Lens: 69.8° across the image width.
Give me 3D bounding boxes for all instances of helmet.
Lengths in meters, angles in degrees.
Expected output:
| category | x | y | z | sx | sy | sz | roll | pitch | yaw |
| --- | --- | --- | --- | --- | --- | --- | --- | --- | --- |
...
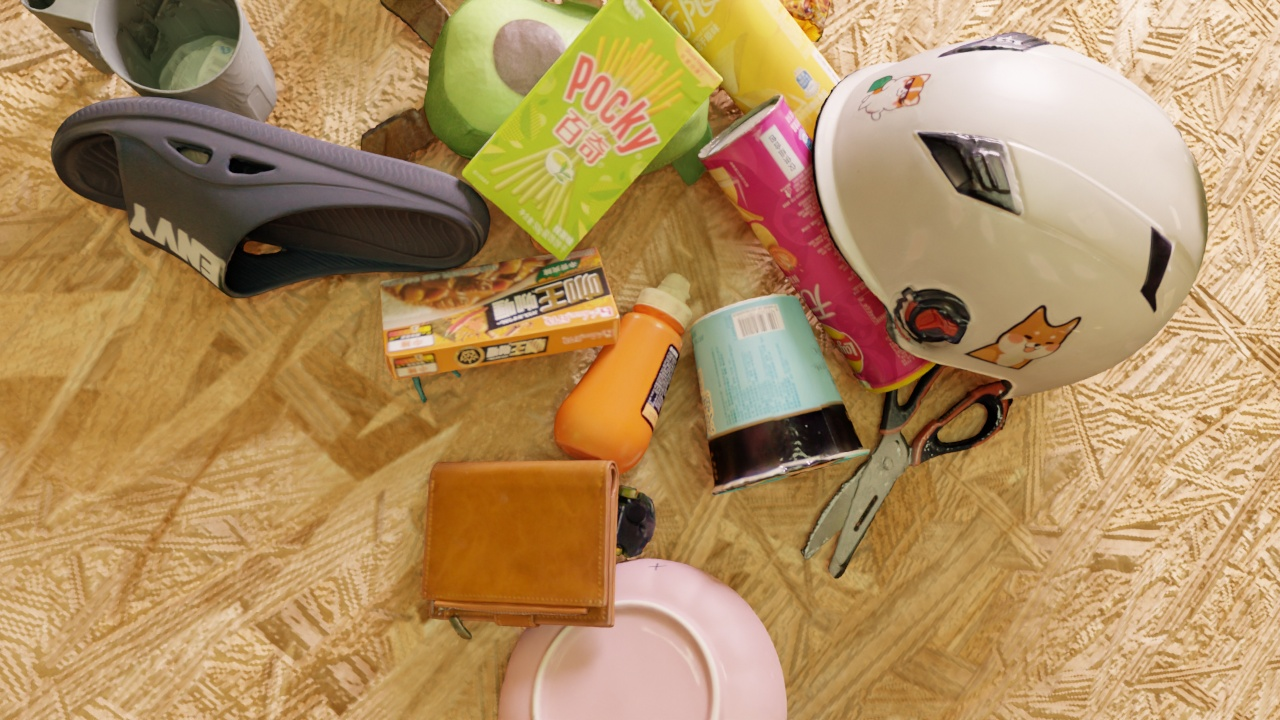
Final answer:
| category | x | y | z | sx | sy | sz | roll | pitch | yaw |
| --- | --- | --- | --- | --- | --- | --- | --- | --- | --- |
| helmet | 0.260 | -0.104 | 0.595 | 0.274 | 0.157 | 0.229 | 35 | 61 | -24 |

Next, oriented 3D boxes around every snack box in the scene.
| category | x | y | z | sx | sy | sz | roll | pitch | yaw |
| --- | --- | --- | --- | --- | --- | --- | --- | --- | --- |
| snack box | -0.096 | -0.033 | 0.621 | 0.153 | 0.026 | 0.075 | -10 | 48 | -9 |
| snack box | -0.031 | -0.149 | 0.583 | 0.086 | 0.026 | 0.156 | 41 | 96 | -17 |

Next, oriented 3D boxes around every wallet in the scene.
| category | x | y | z | sx | sy | sz | roll | pitch | yaw |
| --- | --- | --- | --- | --- | --- | --- | --- | --- | --- |
| wallet | -0.080 | 0.125 | 0.598 | 0.131 | 0.035 | 0.119 | -2 | 82 | 18 |

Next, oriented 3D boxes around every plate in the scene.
| category | x | y | z | sx | sy | sz | roll | pitch | yaw |
| --- | --- | --- | --- | --- | --- | --- | --- | --- | --- |
| plate | -0.006 | 0.216 | 0.580 | 0.193 | 0.039 | 0.192 | -7 | 61 | 13 |

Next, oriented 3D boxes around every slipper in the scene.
| category | x | y | z | sx | sy | sz | roll | pitch | yaw |
| --- | --- | --- | --- | --- | --- | --- | --- | --- | --- |
| slipper | -0.231 | -0.088 | 0.573 | 0.268 | 0.111 | 0.083 | 10 | 63 | -10 |

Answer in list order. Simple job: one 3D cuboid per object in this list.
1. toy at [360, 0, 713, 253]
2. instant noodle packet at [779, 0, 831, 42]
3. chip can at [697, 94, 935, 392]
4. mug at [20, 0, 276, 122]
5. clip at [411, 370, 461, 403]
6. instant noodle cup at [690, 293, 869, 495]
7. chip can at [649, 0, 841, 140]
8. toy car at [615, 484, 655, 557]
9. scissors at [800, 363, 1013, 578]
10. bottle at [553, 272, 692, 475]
| category | x | y | z | sx | sy | sz | roll | pitch | yaw |
| --- | --- | --- | --- | --- | --- | --- | --- | --- | --- |
| toy | -0.065 | -0.186 | 0.629 | 0.246 | 0.090 | 0.227 | 5 | 91 | -6 |
| instant noodle packet | 0.090 | -0.310 | 0.688 | 0.128 | 0.044 | 0.110 | 18 | 79 | -7 |
| chip can | 0.129 | -0.078 | 0.639 | 0.071 | 0.071 | 0.210 | -41 | 104 | -10 |
| mug | -0.303 | -0.196 | 0.582 | 0.124 | 0.103 | 0.083 | 12 | 83 | -7 |
| clip | -0.153 | -0.001 | 0.637 | 0.033 | 0.013 | 0.054 | -36 | 94 | -11 |
| instant noodle cup | 0.087 | 0.022 | 0.635 | 0.111 | 0.111 | 0.120 | -13 | 79 | -10 |
| chip can | 0.059 | -0.242 | 0.639 | 0.213 | 0.072 | 0.072 | 45 | 80 | -17 |
| toy car | -0.042 | 0.104 | 0.635 | 0.106 | 0.031 | 0.049 | 13 | 88 | 3 |
| scissors | 0.204 | 0.069 | 0.688 | 0.206 | 0.015 | 0.201 | -3 | 86 | -10 |
| bottle | -0.004 | 0.004 | 0.640 | 0.067 | 0.067 | 0.149 | 29 | 74 | -6 |
